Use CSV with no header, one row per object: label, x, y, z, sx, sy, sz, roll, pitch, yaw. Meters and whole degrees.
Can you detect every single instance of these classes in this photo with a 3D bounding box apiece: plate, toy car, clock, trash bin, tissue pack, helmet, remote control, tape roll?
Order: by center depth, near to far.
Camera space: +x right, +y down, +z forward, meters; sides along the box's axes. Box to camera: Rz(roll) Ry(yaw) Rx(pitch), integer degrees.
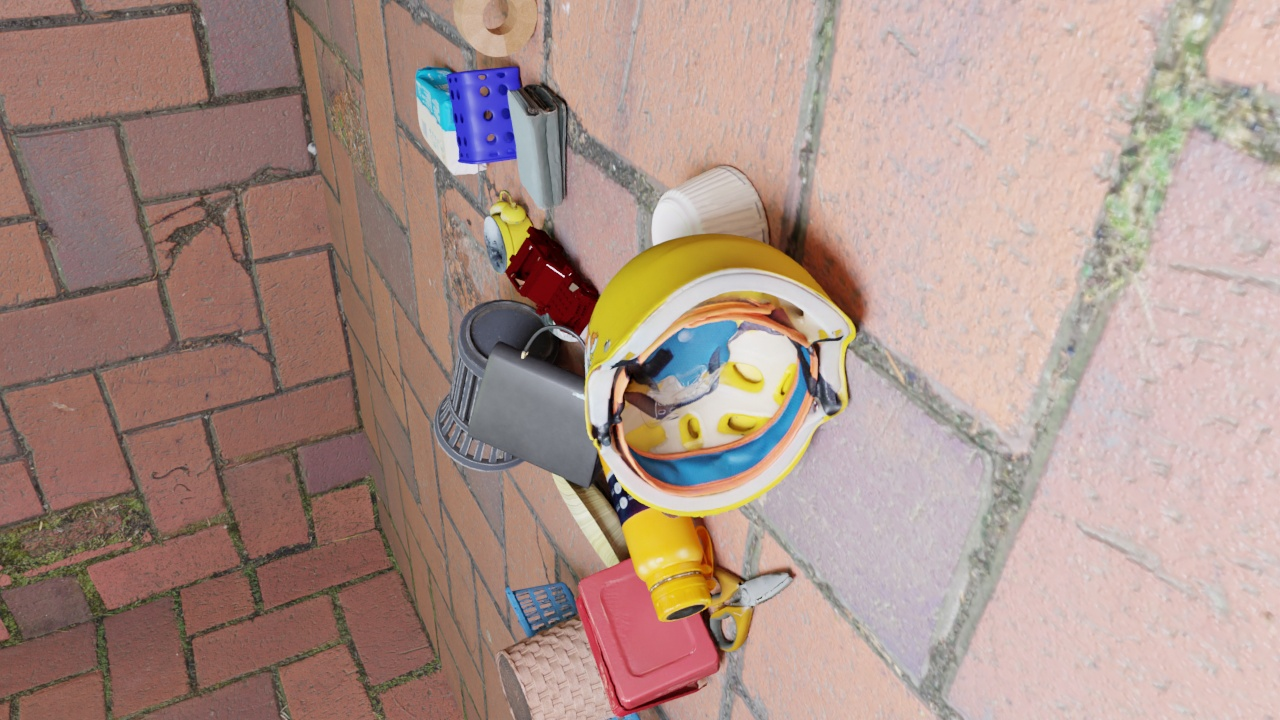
helmet,0.049,-0.002,0.739,0.139,0.209,0.240,-109,17,-45
tape roll,-0.169,-0.405,1.070,0.027,0.093,0.094,49,145,44
toy car,-0.117,-0.104,1.151,0.070,0.061,0.169,-55,47,19
trash bin,-0.061,0.395,1.175,0.151,0.209,0.151,43,142,48
remote control,-0.103,-0.060,1.212,0.114,0.028,0.060,35,135,55
plate,-0.053,0.215,1.228,0.184,0.036,0.185,52,164,21
clock,-0.185,-0.178,1.281,0.083,0.057,0.119,27,128,59
trash bin,-0.207,0.033,1.340,0.164,0.164,0.228,61,149,28
tissue pack,-0.290,-0.366,1.386,0.209,0.066,0.117,47,145,48

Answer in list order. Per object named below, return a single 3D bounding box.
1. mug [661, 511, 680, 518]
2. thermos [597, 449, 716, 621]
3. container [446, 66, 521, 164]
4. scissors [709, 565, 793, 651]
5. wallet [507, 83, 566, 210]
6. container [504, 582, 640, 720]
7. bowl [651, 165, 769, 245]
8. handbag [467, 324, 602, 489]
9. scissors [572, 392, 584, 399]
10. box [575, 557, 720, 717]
mug,0.058,0.098,0.872,0.123,0.110,0.096,116,138,-56
thermos,0.021,0.163,1.006,0.076,0.091,0.232,89,163,-60
container,-0.198,-0.319,1.195,0.084,0.085,0.114,25,125,58
scissors,0.112,0.257,0.958,0.114,0.016,0.229,69,155,10
wallet,-0.123,-0.259,1.113,0.100,0.054,0.132,-119,25,-47
container,-0.064,0.503,1.334,0.362,0.089,0.257,52,163,40
bowl,0.055,-0.109,0.807,0.115,0.062,0.115,43,141,49
handbag,-0.113,0.037,1.152,0.176,0.072,0.196,22,127,10
scissors,0.001,0.059,0.926,0.101,0.178,0.016,17,83,31
box,0.006,0.315,1.073,0.157,0.136,0.127,66,153,25
